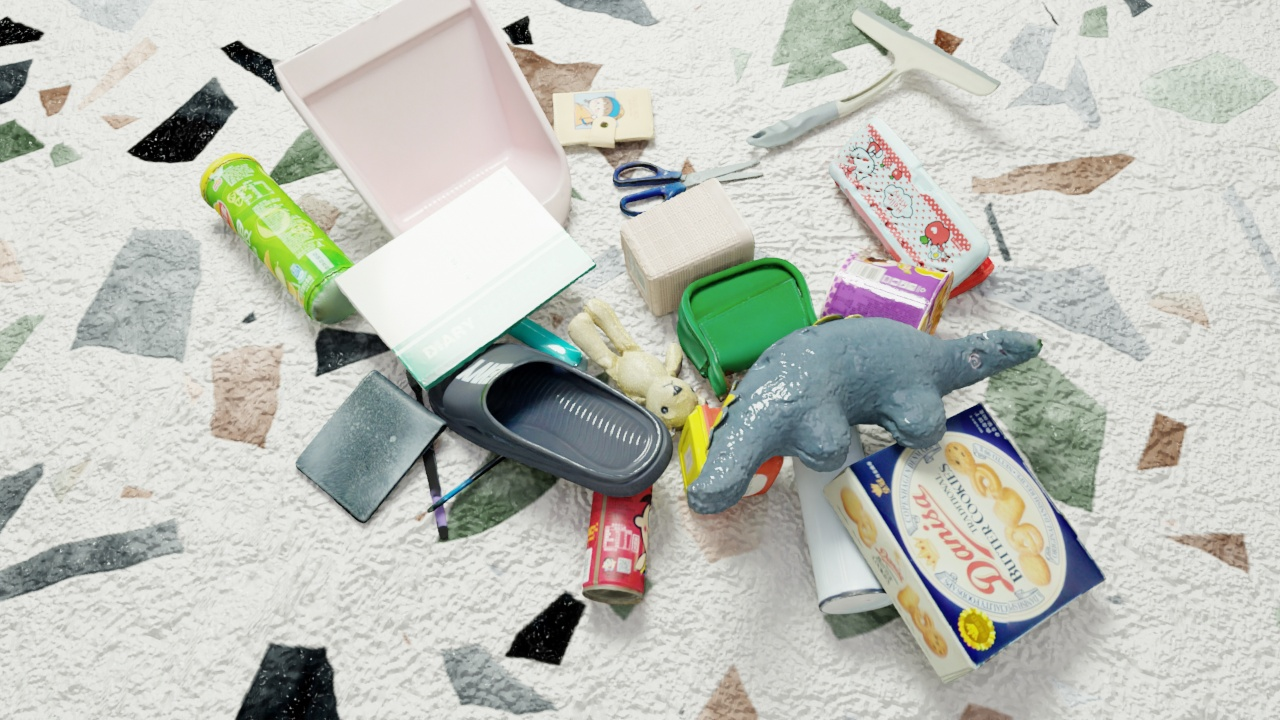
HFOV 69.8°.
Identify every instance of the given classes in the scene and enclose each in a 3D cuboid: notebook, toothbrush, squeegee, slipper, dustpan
[{"bbox_3d":[-0.170,-0.085,0.898,0.208,0.012,0.150,-38,74,-16],"label":"notebook"},{"bbox_3d":[-0.204,0.081,0.876,0.014,0.017,0.188,-17,64,-1],"label":"toothbrush"},{"bbox_3d":[0.228,-0.295,1.051,0.246,0.039,0.246,-31,48,-8],"label":"squeegee"},{"bbox_3d":[-0.092,0.034,0.832,0.268,0.083,0.110,21,62,31],"label":"slipper"},{"bbox_3d":[-0.122,0.086,0.868,0.189,0.014,0.016,-37,84,-19],"label":"toothbrush"},{"bbox_3d":[-0.190,-0.223,0.933,0.222,0.274,0.139,-37,42,-14],"label":"dustpan"}]

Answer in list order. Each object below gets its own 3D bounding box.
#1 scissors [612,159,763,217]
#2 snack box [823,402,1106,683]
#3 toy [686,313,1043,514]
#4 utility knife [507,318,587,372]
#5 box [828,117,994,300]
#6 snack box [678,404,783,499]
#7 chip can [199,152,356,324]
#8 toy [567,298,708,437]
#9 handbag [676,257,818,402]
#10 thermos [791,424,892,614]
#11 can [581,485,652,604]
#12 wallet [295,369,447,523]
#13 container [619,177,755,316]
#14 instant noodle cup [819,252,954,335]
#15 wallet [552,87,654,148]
[{"bbox_3d":[0.054,-0.192,1.016,0.173,0.012,0.128,13,61,7],"label":"scissors"},{"bbox_3d":[0.273,0.145,0.771,0.182,0.046,0.178,-19,69,-31],"label":"snack box"},{"bbox_3d":[0.173,0.024,0.770,0.355,0.091,0.138,-19,41,-19],"label":"toy"},{"bbox_3d":[-0.120,-0.030,0.934,0.161,0.013,0.029,30,69,13],"label":"utility knife"},{"bbox_3d":[0.279,-0.160,0.948,0.094,0.092,0.201,-26,65,-11],"label":"box"},{"bbox_3d":[0.081,0.087,0.825,0.080,0.091,0.082,-3,61,-8],"label":"snack box"},{"bbox_3d":[-0.371,-0.127,0.958,0.072,0.073,0.221,-40,68,-18],"label":"chip can"},{"bbox_3d":[-0.005,0.005,0.881,0.105,0.066,0.157,-38,75,-24],"label":"toy"},{"bbox_3d":[0.106,-0.030,0.897,0.131,0.068,0.120,-18,64,-8],"label":"handbag"},{"bbox_3d":[0.174,0.108,0.824,0.073,0.073,0.223,-5,62,-2],"label":"thermos"},{"bbox_3d":[-0.019,0.145,0.815,0.053,0.053,0.132,4,62,3],"label":"can"},{"bbox_3d":[-0.256,0.080,0.869,0.097,0.019,0.120,34,78,18],"label":"wallet"},{"bbox_3d":[0.045,-0.112,0.931,0.111,0.090,0.090,-25,64,-8],"label":"container"},{"bbox_3d":[0.234,-0.049,0.888,0.099,0.112,0.111,23,65,23],"label":"instant noodle cup"},{"bbox_3d":[-0.043,-0.279,1.059,0.115,0.024,0.087,-3,57,-2],"label":"wallet"}]
